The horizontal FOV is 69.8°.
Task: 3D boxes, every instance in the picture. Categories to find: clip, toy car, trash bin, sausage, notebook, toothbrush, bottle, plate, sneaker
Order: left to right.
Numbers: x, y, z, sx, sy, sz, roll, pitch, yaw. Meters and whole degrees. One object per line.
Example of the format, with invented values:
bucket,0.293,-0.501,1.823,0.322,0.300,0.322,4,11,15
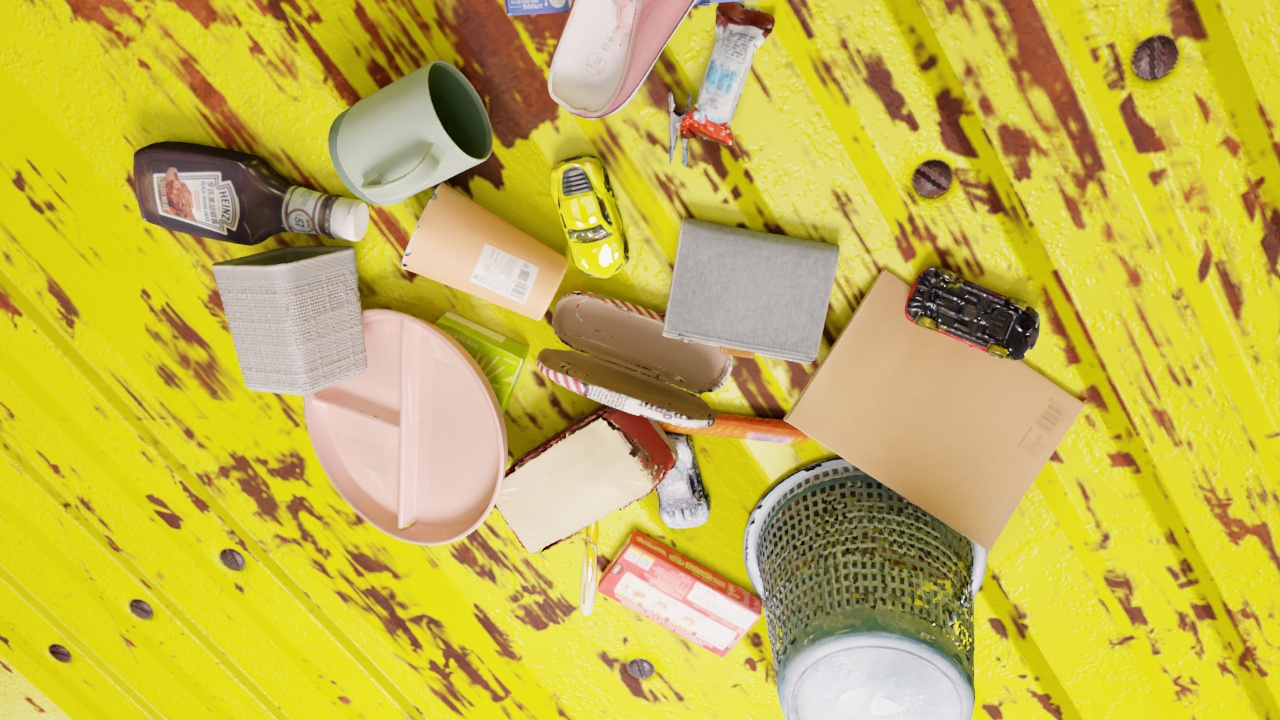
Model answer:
bottle,-0.334,-0.137,0.791,0.195,0.044,0.080,11,119,4
plate,-0.217,0.061,0.848,0.230,0.028,0.230,9,110,25
toy car,-0.043,-0.115,0.755,0.048,0.032,0.105,-10,117,15
toothbrush,-0.050,0.184,0.919,0.016,0.018,0.192,9,117,8
sneaker,0.007,-0.259,0.573,0.118,0.087,0.241,31,113,-2
toy car,0.033,0.113,0.861,0.049,0.031,0.106,-11,114,15
clip,0.029,-0.180,0.712,0.036,0.025,0.058,4,113,1
sausage,0.076,0.059,0.829,0.165,0.021,0.021,6,118,8
trash bin,0.197,0.228,0.797,0.227,0.194,0.227,5,118,9
notebook,0.247,0.043,0.763,0.211,0.012,0.149,32,93,-7
toy car,0.266,-0.036,0.735,0.106,0.031,0.049,21,90,1

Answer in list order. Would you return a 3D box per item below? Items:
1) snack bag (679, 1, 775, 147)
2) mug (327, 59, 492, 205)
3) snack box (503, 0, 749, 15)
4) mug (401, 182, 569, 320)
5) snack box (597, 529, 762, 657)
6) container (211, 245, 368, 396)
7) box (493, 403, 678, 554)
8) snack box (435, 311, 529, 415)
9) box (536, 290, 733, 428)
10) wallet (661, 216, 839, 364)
snack bag,0.063,-0.211,0.683,0.045,0.026,0.105,21,105,9
mug,-0.182,-0.164,0.711,0.106,0.111,0.082,-19,136,21
snack box,0.007,-0.278,0.645,0.208,0.058,0.057,0,114,11
mug,-0.126,-0.085,0.764,0.122,0.078,0.078,26,119,-9
snack box,0.040,0.237,0.927,0.153,0.025,0.075,29,120,-5
container,-0.296,-0.035,0.791,0.090,0.090,0.114,4,108,29
box,-0.057,0.109,0.831,0.169,0.078,0.091,-33,94,31
snack box,-0.169,0.037,0.861,0.086,0.026,0.157,25,119,-2
box,-0.005,0.006,0.781,0.162,0.086,0.076,19,133,-4
wallet,0.089,-0.055,0.756,0.130,0.037,0.107,11,103,4
